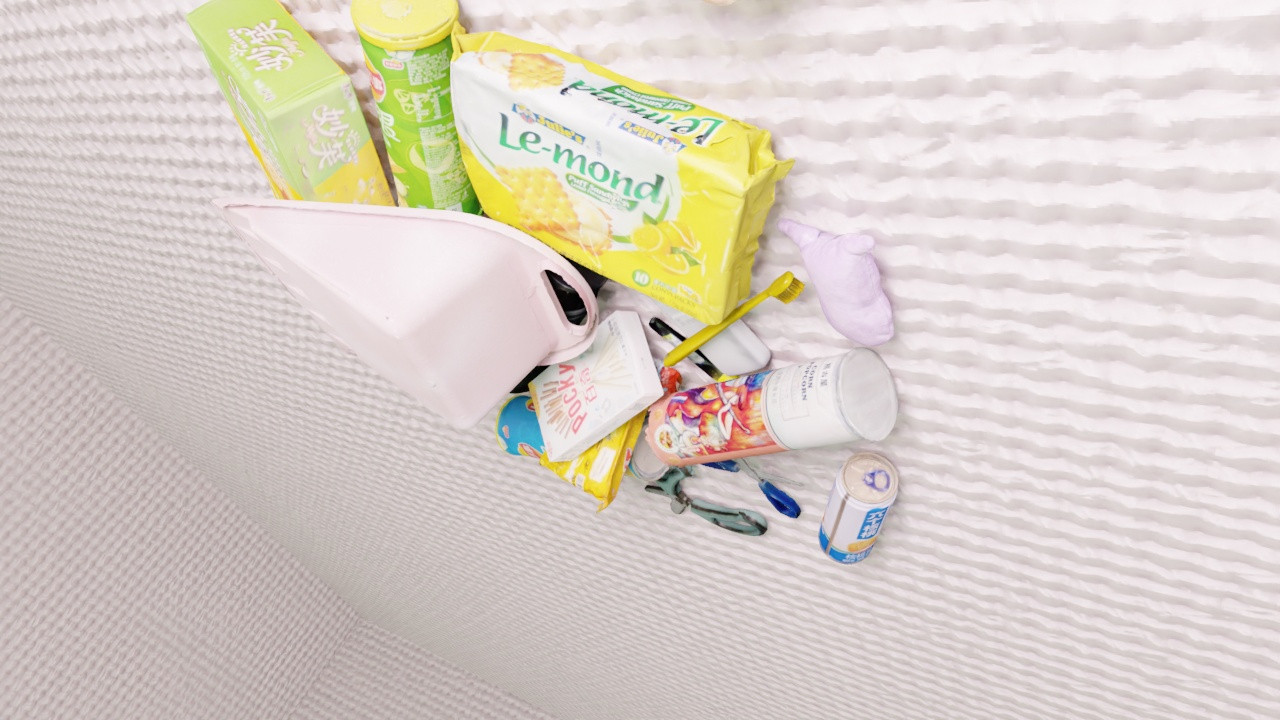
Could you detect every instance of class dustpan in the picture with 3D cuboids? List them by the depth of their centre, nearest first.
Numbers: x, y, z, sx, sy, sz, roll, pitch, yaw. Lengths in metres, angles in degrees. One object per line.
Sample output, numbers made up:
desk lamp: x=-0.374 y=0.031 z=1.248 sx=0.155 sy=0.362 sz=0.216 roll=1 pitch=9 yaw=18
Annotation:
dustpan: x=-0.178 y=-0.059 z=0.769 sx=0.273 sy=0.138 sz=0.223 roll=32 pitch=161 yaw=25

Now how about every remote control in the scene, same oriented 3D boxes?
remote control: x=0.049 y=-0.039 z=0.755 sx=0.136 sy=0.020 sz=0.056 roll=45 pitch=150 yaw=-19

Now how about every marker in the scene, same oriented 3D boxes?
marker: x=0.058 y=0.001 z=0.815 sx=0.124 sy=0.015 sz=0.018 roll=38 pitch=147 yaw=-1

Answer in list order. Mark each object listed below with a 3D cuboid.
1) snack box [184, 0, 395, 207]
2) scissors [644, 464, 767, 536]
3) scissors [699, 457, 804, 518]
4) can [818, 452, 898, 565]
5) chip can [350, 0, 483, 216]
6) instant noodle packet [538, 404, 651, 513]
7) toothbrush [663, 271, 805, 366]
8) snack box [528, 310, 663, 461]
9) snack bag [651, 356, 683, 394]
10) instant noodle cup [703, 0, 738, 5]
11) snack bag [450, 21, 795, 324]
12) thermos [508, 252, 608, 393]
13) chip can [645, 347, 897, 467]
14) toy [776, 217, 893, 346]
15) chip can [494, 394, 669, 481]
snack box: x=-0.280 y=-0.180 z=0.772 sx=0.157 sy=0.070 sz=0.210 roll=46 pitch=159 yaw=27
scissors: x=0.072 y=0.159 z=1.030 sx=0.181 sy=0.019 sz=0.170 roll=26 pitch=154 yaw=11
scissors: x=0.105 y=0.112 z=0.910 sx=0.162 sy=0.012 sz=0.173 roll=20 pitch=161 yaw=40
can: x=0.197 y=0.137 z=0.838 sx=0.053 sy=0.053 sz=0.135 roll=24 pitch=150 yaw=17
chip can: x=-0.164 y=-0.181 z=0.702 sx=0.072 sy=0.072 sz=0.222 roll=27 pitch=150 yaw=12
instant noodle packet: x=-0.045 y=0.073 z=0.911 sx=0.044 sy=0.128 sz=0.111 roll=10 pitch=-166 yaw=-47
toothbrush: x=0.068 y=-0.027 z=0.718 sx=0.016 sy=0.015 sz=0.191 roll=33 pitch=151 yaw=-13
snack box: x=-0.045 y=0.027 z=0.853 sx=0.157 sy=0.026 sz=0.084 roll=-37 pitch=63 yaw=42
snack bag: x=-0.005 y=0.005 z=0.872 sx=0.104 sy=0.026 sz=0.048 roll=26 pitch=142 yaw=14
instant noodle cup: x=0.007 y=-0.231 z=0.430 sx=0.099 sy=0.111 sz=0.112 roll=25 pitch=151 yaw=35
snack bag: x=-0.020 y=-0.130 z=0.639 sx=0.246 sy=0.068 sz=0.158 roll=26 pitch=151 yaw=13
thermos: x=-0.099 y=-0.049 z=0.851 sx=0.090 sy=0.068 sz=0.243 roll=44 pitch=150 yaw=1
chip can: x=0.100 y=0.044 z=0.756 sx=0.215 sy=0.071 sz=0.071 roll=-16 pitch=125 yaw=47
toy: x=0.139 y=-0.051 z=0.629 sx=0.084 sy=0.039 sz=0.108 roll=28 pitch=160 yaw=48
chip can: x=-0.065 y=0.082 z=1.002 sx=0.211 sy=0.071 sz=0.071 roll=5 pitch=140 yaw=41
